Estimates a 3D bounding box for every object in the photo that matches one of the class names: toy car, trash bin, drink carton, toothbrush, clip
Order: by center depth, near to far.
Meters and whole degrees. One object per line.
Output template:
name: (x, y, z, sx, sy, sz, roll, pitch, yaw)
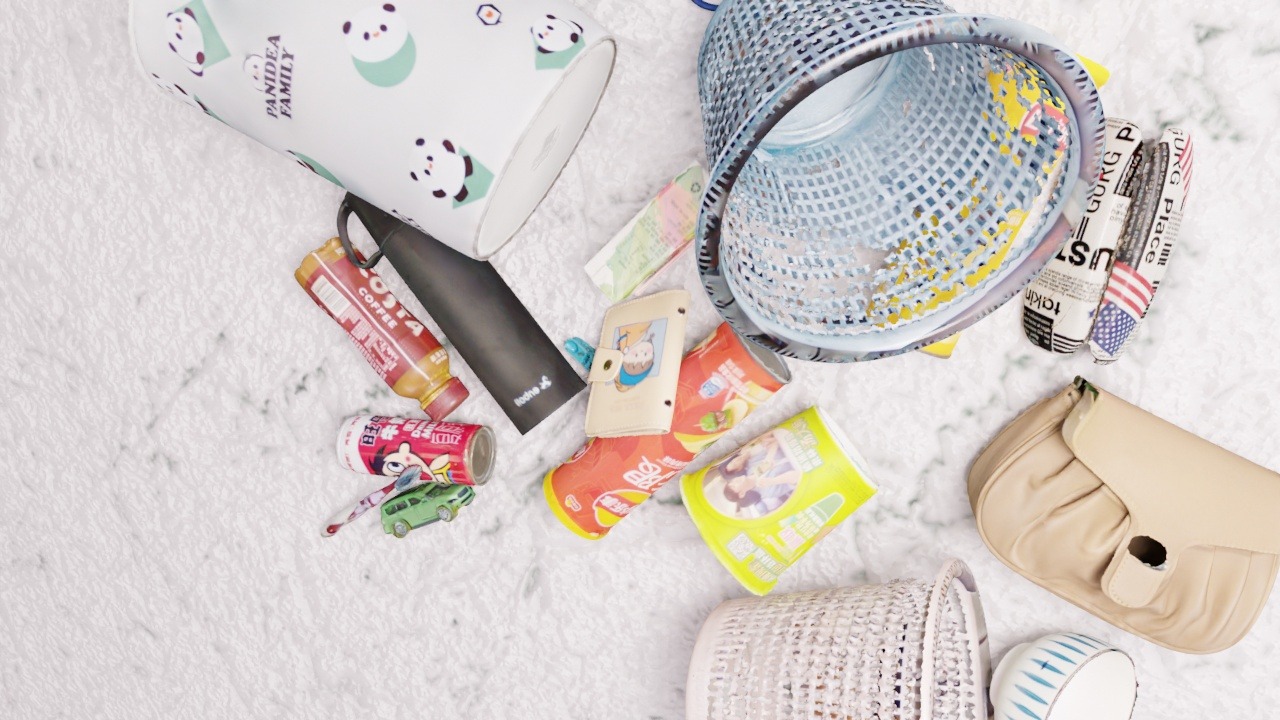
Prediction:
trash bin: (0.127, -0.144, 0.564, 0.226, 0.194, 0.227, -6, 136, -6)
trash bin: (-0.170, -0.213, 0.646, 0.252, 0.229, 0.230, 33, 110, -1)
trash bin: (0.148, 0.261, 0.690, 0.192, 0.226, 0.227, -5, 103, 30)
drink carton: (0.018, -0.098, 0.703, 0.123, 0.053, 0.045, -42, 91, 22)
clip: (-0.039, 0.000, 0.763, 0.056, 0.039, 0.014, 42, 110, 11)
toy car: (-0.192, 0.131, 0.827, 0.091, 0.043, 0.036, -17, 99, 18)
toothbrush: (-0.247, 0.132, 0.827, 0.016, 0.017, 0.188, 43, 132, -17)

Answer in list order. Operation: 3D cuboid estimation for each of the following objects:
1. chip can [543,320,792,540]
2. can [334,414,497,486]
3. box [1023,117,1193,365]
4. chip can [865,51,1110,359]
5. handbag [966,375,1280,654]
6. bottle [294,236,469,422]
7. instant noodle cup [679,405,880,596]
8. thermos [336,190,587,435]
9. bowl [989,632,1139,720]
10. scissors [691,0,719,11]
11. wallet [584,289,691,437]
chip can: (0.019, 0.057, 0.734, 0.217, 0.073, 0.073, -41, 91, 20)
can: (-0.198, 0.078, 0.809, 0.133, 0.053, 0.053, 4, 105, 15)
box: (0.328, -0.077, 0.625, 0.088, 0.076, 0.163, 9, 104, -12)
chip can: (0.232, -0.109, 0.632, 0.072, 0.072, 0.214, 26, 111, 8)
handbag: (0.343, 0.111, 0.641, 0.204, 0.099, 0.148, 26, 106, 4)
bottle: (-0.218, -0.024, 0.786, 0.058, 0.057, 0.175, -41, 91, 21)
instant noodle cup: (0.112, 0.100, 0.705, 0.123, 0.111, 0.111, -37, 92, 13)
thermos: (-0.152, -0.047, 0.757, 0.090, 0.068, 0.242, -39, 90, 14)
bowl: (0.311, 0.256, 0.695, 0.066, 0.116, 0.116, 25, 117, 56)
scissors: (0.109, -0.263, 0.657, 0.175, 0.012, 0.108, 13, 108, 11)
wallet: (-0.004, 0.004, 0.715, 0.087, 0.024, 0.115, -7, 65, 37)
